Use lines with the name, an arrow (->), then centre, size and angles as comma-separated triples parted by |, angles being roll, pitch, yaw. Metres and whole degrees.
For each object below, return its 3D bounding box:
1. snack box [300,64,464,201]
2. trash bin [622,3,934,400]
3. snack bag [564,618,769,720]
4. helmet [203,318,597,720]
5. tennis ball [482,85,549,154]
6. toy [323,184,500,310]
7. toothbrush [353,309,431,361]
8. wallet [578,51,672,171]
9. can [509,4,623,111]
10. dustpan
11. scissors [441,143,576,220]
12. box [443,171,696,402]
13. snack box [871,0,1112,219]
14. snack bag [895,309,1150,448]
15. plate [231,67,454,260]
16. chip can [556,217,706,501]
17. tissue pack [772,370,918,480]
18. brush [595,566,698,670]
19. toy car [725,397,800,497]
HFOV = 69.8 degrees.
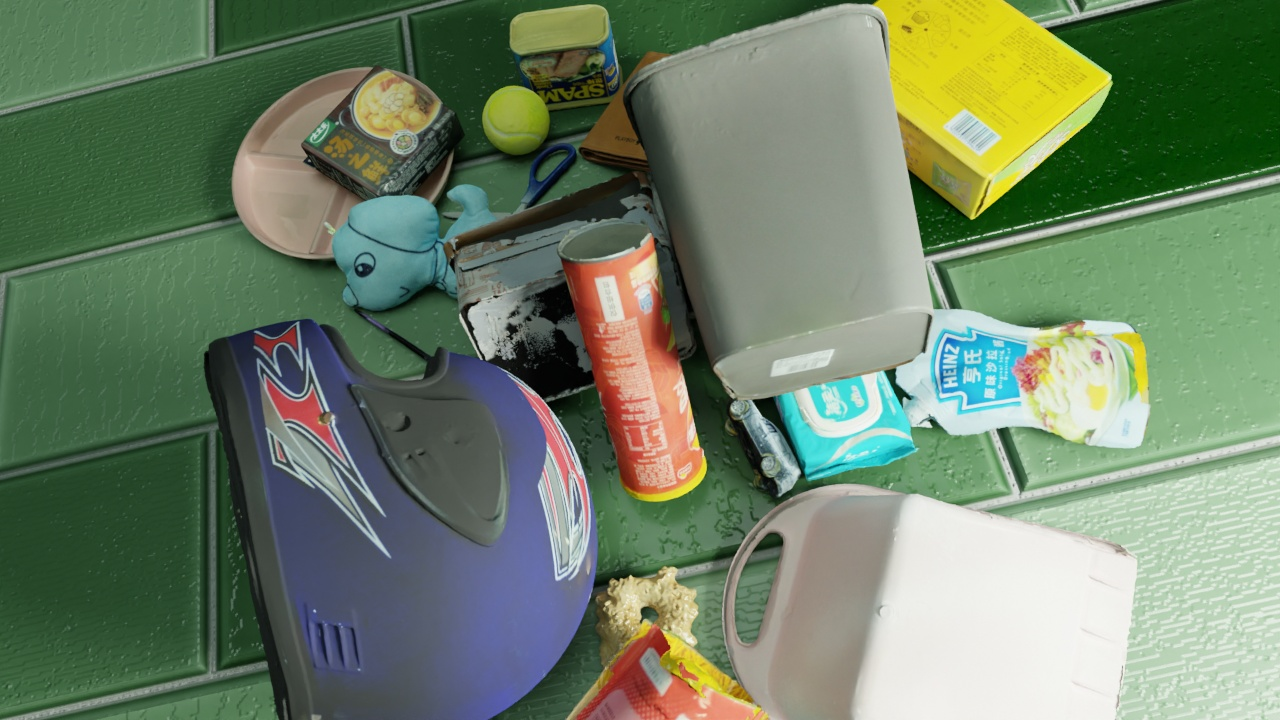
snack box -> -0.255, -0.215, 0.887 | 0.126, 0.053, 0.113 | 32, 74, 13
trash bin -> 0.110, -0.101, 0.684 | 0.199, 0.199, 0.219 | -13, 74, 11
snack bag -> -0.013, 0.293, 0.624 | 0.128, 0.073, 0.207 | 33, 86, 16
helmet -> -0.162, 0.104, 0.662 | 0.240, 0.248, 0.315 | -11, 59, -28
tennis ball -> -0.121, -0.234, 0.894 | 0.065, 0.065, 0.065 | -3, 66, 6
toy -> -0.209, -0.103, 0.842 | 0.156, 0.049, 0.161 | 31, 105, -6
toothbrush -> -0.193, 0.000, 0.833 | 0.189, 0.014, 0.016 | 30, 86, 19
wallet -> 0.013, -0.241, 0.884 | 0.108, 0.031, 0.131 | 21, 71, 38
can -> -0.073, -0.298, 0.905 | 0.102, 0.083, 0.057 | -6, 66, 5
dustpan -> 0.211, 0.206, 0.692 | 0.273, 0.139, 0.222 | 27, 69, -12
scissors -> -0.106, -0.142, 0.882 | 0.176, 0.012, 0.162 | 14, 72, 15
box -> -0.064, -0.075, 0.780 | 0.181, 0.146, 0.148 | -17, 43, 0
snack box -> 0.289, -0.254, 0.844 | 0.157, 0.070, 0.210 | -39, 67, -9
snack bag -> 0.305, 0.012, 0.747 | 0.191, 0.039, 0.110 | 5, 76, 11
plate -> -0.296, -0.197, 0.923 | 0.229, 0.028, 0.229 | -3, 65, 6
chip can -> -0.004, 0.004, 0.694 | 0.073, 0.217, 0.073 | -11, 31, 6
tissue pack -> 0.158, 0.031, 0.750 | 0.093, 0.050, 0.133 | -18, 66, -1
brush -> -0.009, 0.278, 0.678 | 0.083, 0.046, 0.254 | 8, 72, 7
toy car -> 0.098, 0.067, 0.747 | 0.034, 0.043, 0.090 | -24, 65, -10
